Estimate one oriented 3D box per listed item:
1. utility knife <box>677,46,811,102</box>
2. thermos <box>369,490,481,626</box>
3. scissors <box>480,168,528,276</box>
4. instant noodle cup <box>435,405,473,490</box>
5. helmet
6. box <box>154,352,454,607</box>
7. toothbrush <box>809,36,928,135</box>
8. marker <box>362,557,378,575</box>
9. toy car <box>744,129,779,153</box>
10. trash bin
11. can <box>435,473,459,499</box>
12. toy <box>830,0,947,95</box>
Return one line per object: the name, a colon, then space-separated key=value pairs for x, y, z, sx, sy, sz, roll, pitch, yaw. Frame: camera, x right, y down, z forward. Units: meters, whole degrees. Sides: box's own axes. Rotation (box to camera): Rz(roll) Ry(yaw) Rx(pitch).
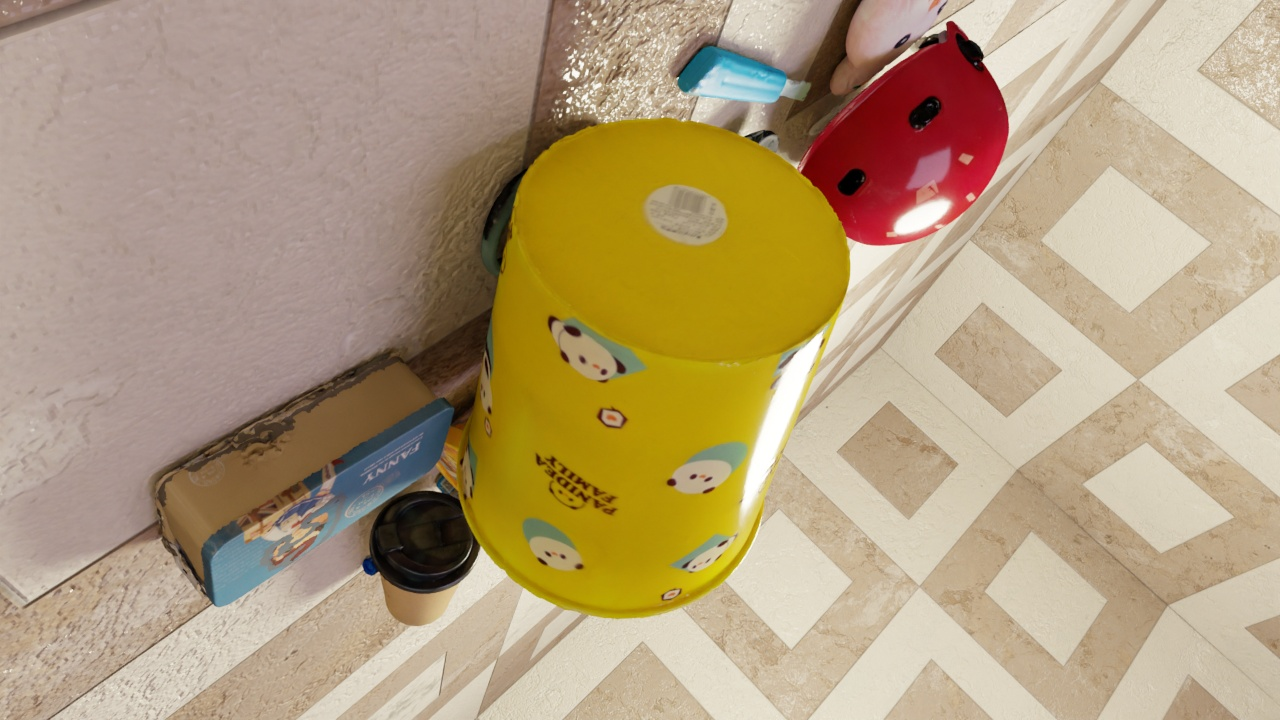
utility knife: x=0.089 y=-0.206 z=0.685 sx=0.034 sy=0.018 sz=0.217 roll=-55 pitch=162 yaw=27
thermos: x=-0.194 y=0.181 z=0.813 sx=0.092 sy=0.093 sz=0.144 roll=-35 pitch=161 yaw=-35
scissors: x=-0.073 y=-0.073 z=0.609 sx=0.143 sy=0.019 sz=0.180 roll=-34 pitch=164 yaw=-39
instant noodle cup: x=-0.094 y=0.067 z=0.755 sx=0.114 sy=0.118 sz=0.119 roll=-47 pitch=168 yaw=-25
helmet: x=0.246 y=-0.186 z=0.838 sx=0.207 sy=0.144 sz=0.239 roll=-45 pitch=177 yaw=24
box: x=-0.196 y=0.066 z=0.563 sx=0.183 sy=0.061 sz=0.090 roll=-33 pitch=162 yaw=-35
toothbrush: x=0.230 y=-0.274 z=0.913 sx=0.179 sy=0.016 sz=0.016 roll=-38 pitch=161 yaw=-17
marker: x=-0.215 y=0.177 z=0.906 sx=0.017 sy=0.017 sz=0.145 roll=-53 pitch=164 yaw=28
toy car: x=0.055 y=-0.129 z=0.761 sx=0.158 sy=0.042 sz=0.070 roll=-48 pitch=166 yaw=12
trash bin: x=0.001 y=0.006 z=0.581 sx=0.229 sy=0.229 sz=0.256 roll=-36 pitch=157 yaw=-32
can: x=-0.123 y=0.109 z=0.837 sx=0.102 sy=0.083 sz=0.057 roll=-46 pitch=166 yaw=3
toy: x=0.211 y=-0.283 z=0.763 sx=0.121 sy=0.054 sz=0.160 roll=-42 pitch=173 yaw=-13
